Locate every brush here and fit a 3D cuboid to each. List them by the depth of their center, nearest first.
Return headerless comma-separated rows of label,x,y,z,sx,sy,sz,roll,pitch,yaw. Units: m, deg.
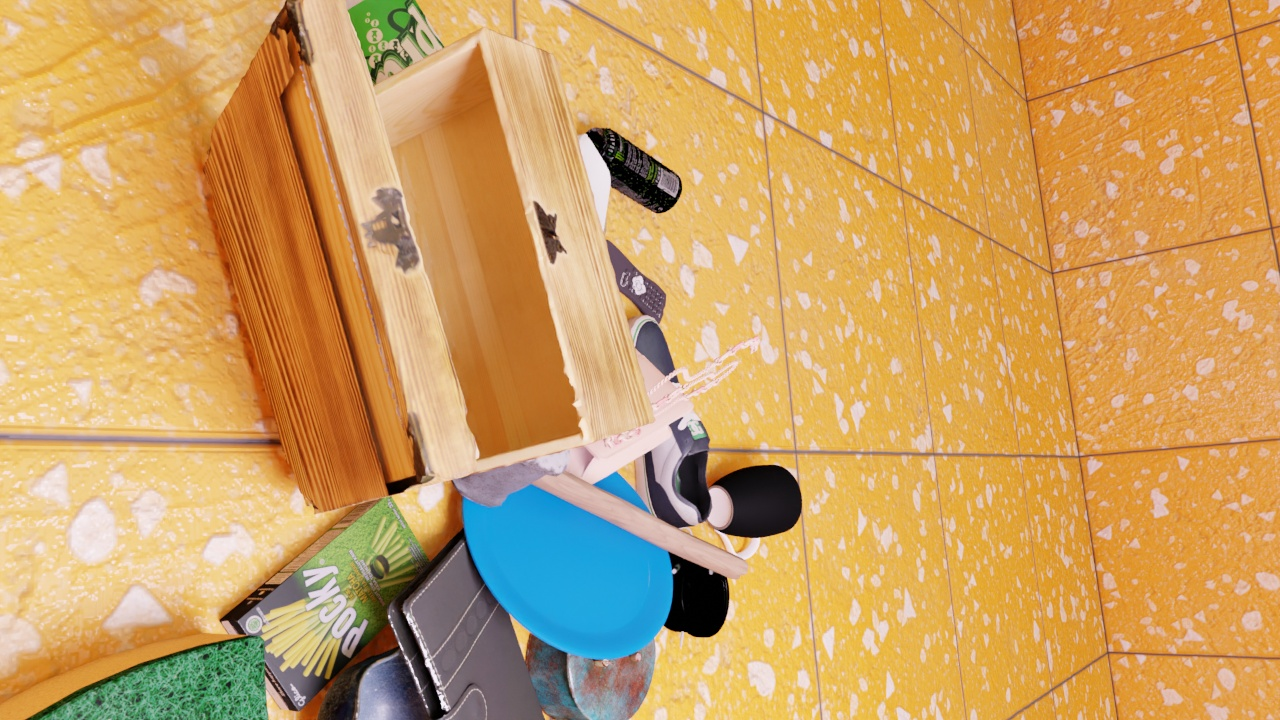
brush,-0.289,0.302,0.526,0.194,0.075,0.250,-23,99,-52

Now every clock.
clock,-0.043,0.257,0.850,0.121,0.073,0.157,-6,85,-52
clock,0.052,0.242,0.998,0.091,0.043,0.120,-14,92,-52

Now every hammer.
hammer,-0.019,0.137,0.827,0.328,0.098,0.052,33,43,-33

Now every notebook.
notebook,-0.128,0.254,0.729,0.169,0.029,0.209,-57,127,-77

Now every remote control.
remote control,-0.010,-0.089,1.030,0.124,0.009,0.046,40,52,-39

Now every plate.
plate,-0.066,0.166,0.829,0.224,0.024,0.223,29,36,-24

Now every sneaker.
sneaker,0.034,0.063,0.991,0.084,0.079,0.235,-3,83,-51

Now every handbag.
handbag,-0.005,0.006,0.869,0.116,0.188,0.198,48,40,15

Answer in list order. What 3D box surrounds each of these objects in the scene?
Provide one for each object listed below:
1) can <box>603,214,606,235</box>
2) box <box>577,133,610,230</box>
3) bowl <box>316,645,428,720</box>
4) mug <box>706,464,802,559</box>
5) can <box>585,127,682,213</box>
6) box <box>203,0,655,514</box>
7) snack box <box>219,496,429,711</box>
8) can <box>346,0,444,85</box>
can,-0.077,-0.148,0.933,0.086,0.043,0.086,17,68,-48
box,-0.091,-0.118,0.836,0.185,0.084,0.210,28,65,-45
bowl,-0.196,0.260,0.661,0.110,0.055,0.110,-1,90,-72
mug,0.122,0.183,1.083,0.100,0.085,0.119,-1,112,-39
can,-0.010,-0.211,1.025,0.137,0.054,0.054,22,64,-47
box,-0.178,-0.048,0.617,0.220,0.259,0.279,-15,88,-61
snack box,-0.225,0.174,0.680,0.147,0.025,0.080,-44,115,-47
can,-0.198,-0.235,0.753,0.140,0.088,0.087,58,42,-11
